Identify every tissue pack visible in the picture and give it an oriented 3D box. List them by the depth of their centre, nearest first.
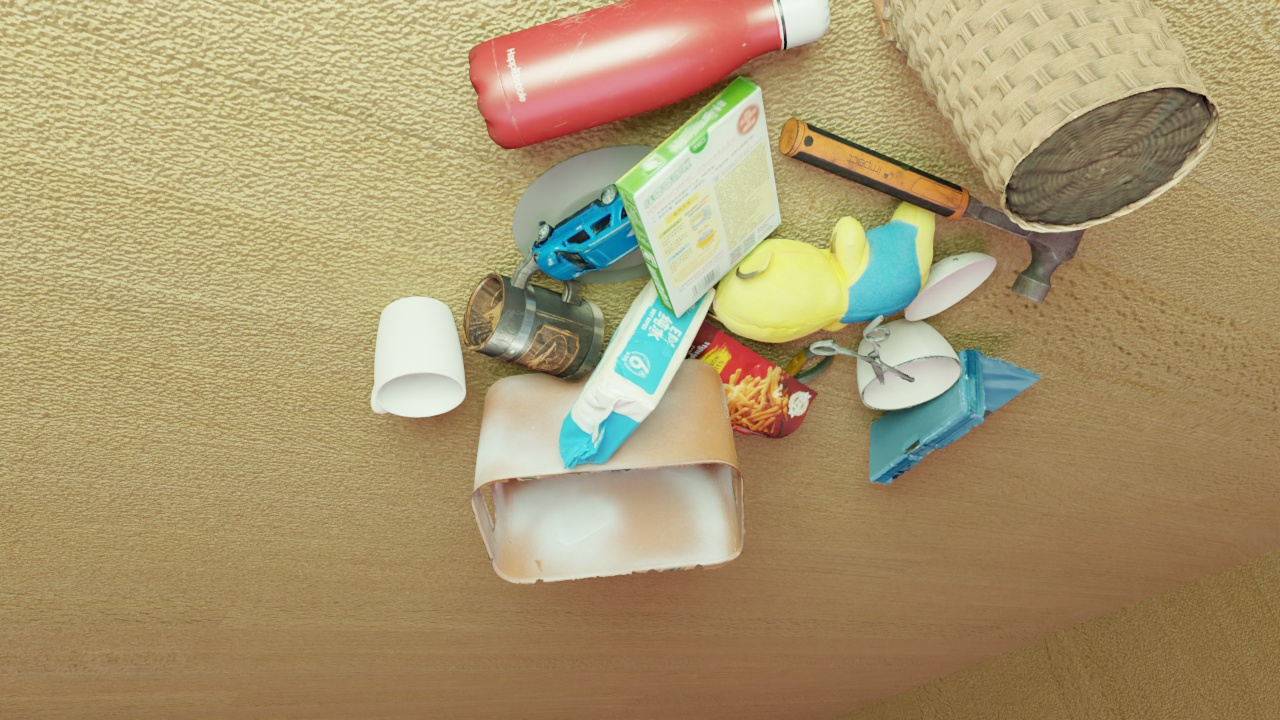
[{"bbox_3d":[-0.005,0.005,0.842,0.066,0.208,0.117,34,138,-4],"label":"tissue pack"}]

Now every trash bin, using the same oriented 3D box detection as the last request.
[{"bbox_3d":[0.250,-0.193,0.581,0.151,0.209,0.151,-8,149,-5],"label":"trash bin"},{"bbox_3d":[-0.029,0.111,0.950,0.260,0.157,0.182,-5,135,2],"label":"trash bin"}]

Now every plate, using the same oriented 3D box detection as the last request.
[{"bbox_3d":[-0.022,-0.119,0.803,0.178,0.012,0.179,-8,148,-5],"label":"plate"},{"bbox_3d":[0.312,-0.081,0.941,0.104,0.026,0.104,-24,158,-10],"label":"plate"}]

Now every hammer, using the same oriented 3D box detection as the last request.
[{"bbox_3d":[0.262,-0.154,0.789,0.314,0.035,0.138,15,109,-23],"label":"hammer"}]

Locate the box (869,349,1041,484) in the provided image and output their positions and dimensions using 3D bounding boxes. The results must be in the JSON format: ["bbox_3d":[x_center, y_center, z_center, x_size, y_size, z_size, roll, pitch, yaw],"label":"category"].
[{"bbox_3d":[0.387,0.085,1.144,0.112,0.094,0.232,16,149,-8],"label":"box"}]

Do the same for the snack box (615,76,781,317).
[{"bbox_3d":[0.054,-0.126,0.744,0.131,0.027,0.168,-42,150,-11],"label":"snack box"}]

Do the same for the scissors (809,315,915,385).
[{"bbox_3d":[0.244,-0.006,0.929,0.141,0.014,0.147,12,157,-18],"label":"scissors"}]

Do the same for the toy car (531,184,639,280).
[{"bbox_3d":[-0.036,-0.104,0.766,0.120,0.043,0.056,-26,146,24],"label":"toy car"}]

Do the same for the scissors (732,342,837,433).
[{"bbox_3d":[0.149,0.035,1.100,0.230,0.016,0.225,-32,142,30],"label":"scissors"}]

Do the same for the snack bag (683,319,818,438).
[{"bbox_3d":[0.083,0.020,1.015,0.207,0.066,0.139,30,133,-28],"label":"snack bag"}]

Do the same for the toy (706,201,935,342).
[{"bbox_3d":[0.172,-0.072,0.873,0.214,0.084,0.149,-12,147,-4],"label":"toy"}]

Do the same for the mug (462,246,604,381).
[{"bbox_3d":[-0.091,-0.044,0.848,0.107,0.080,0.116,17,121,-36],"label":"mug"}]

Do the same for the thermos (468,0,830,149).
[{"bbox_3d":[0.008,-0.206,0.614,0.240,0.073,0.073,-15,149,5],"label":"thermos"}]

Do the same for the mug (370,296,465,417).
[{"bbox_3d":[-0.219,0.003,0.864,0.114,0.087,0.081,-33,143,31],"label":"mug"}]

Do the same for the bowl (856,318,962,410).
[{"bbox_3d":[0.300,0.002,1.047,0.116,0.065,0.116,-8,148,-5],"label":"bowl"}]
